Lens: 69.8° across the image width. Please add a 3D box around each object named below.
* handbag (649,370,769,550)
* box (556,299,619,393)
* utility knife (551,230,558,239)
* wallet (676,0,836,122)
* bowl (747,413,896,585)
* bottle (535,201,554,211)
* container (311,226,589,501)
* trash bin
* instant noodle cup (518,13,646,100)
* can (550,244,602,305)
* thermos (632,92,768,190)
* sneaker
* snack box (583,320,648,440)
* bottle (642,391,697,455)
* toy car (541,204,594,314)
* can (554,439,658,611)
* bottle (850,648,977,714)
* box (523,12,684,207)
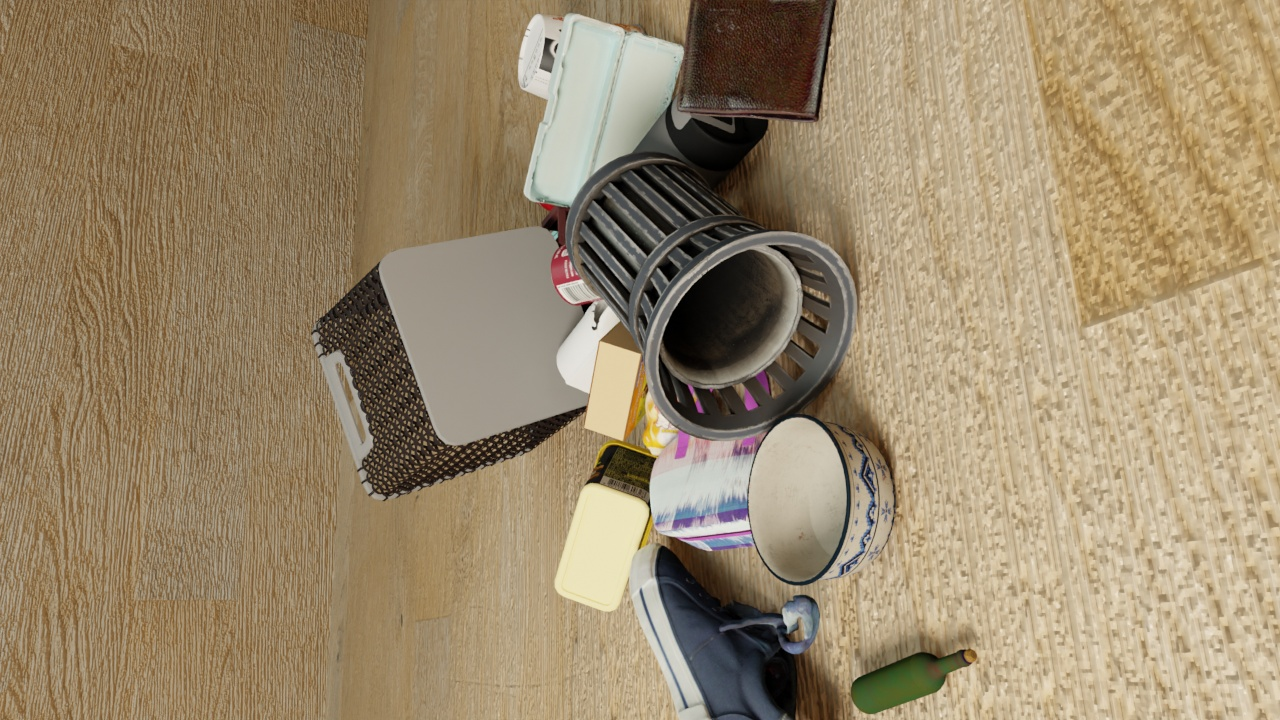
[{"bbox_3d":[0.070,0.065,0.761,0.145,0.068,0.169,-15,58,36],"label":"handbag"},{"bbox_3d":[-0.027,-0.023,0.968,0.161,0.081,0.091,-51,18,46],"label":"box"},{"bbox_3d":[-0.126,-0.162,1.276,0.169,0.015,0.022,156,116,-64],"label":"utility knife"},{"bbox_3d":[0.093,-0.249,0.752,0.031,0.120,0.099,5,-87,-72],"label":"wallet"},{"bbox_3d":[0.130,0.097,0.637,0.116,0.059,0.115,-25,62,60],"label":"bowl"},{"bbox_3d":[-0.120,-0.224,1.240,0.141,0.042,0.042,40,120,60],"label":"bottle"},{"bbox_3d":[-0.214,0.000,1.100,0.244,0.245,0.247,-30,79,54],"label":"container"},{"bbox_3d":[0.038,-0.067,0.733,0.227,0.164,0.164,53,130,53],"label":"trash bin"},{"bbox_3d":[-0.072,-0.348,1.081,0.124,0.121,0.123,-25,62,60],"label":"instant noodle cup"},{"bbox_3d":[-0.031,-0.094,0.904,0.114,0.063,0.063,-10,74,39],"label":"can"},{"bbox_3d":[0.023,-0.175,0.892,0.241,0.082,0.082,-41,49,54],"label":"thermos"},{"bbox_3d":[0.075,0.218,0.715,0.121,0.127,0.294,59,178,-26],"label":"sneaker"},{"bbox_3d":[-0.005,0.005,0.863,0.125,0.040,0.088,-48,-27,-61],"label":"snack box"},{"bbox_3d":[0.036,0.035,0.842,0.063,0.063,0.108,-6,78,63],"label":"bottle"},{"bbox_3d":[-0.081,-0.141,1.119,0.070,0.061,0.169,-36,52,57],"label":"toy car"},{"bbox_3d":[-0.028,0.158,0.881,0.100,0.072,0.131,-58,-14,-69],"label":"can"},{"bbox_3d":[0.170,0.197,0.571,0.106,0.025,0.025,-50,41,49],"label":"bottle"},{"bbox_3d":[-0.042,-0.256,0.984,0.043,0.135,0.197,-126,48,-60],"label":"box"}]
